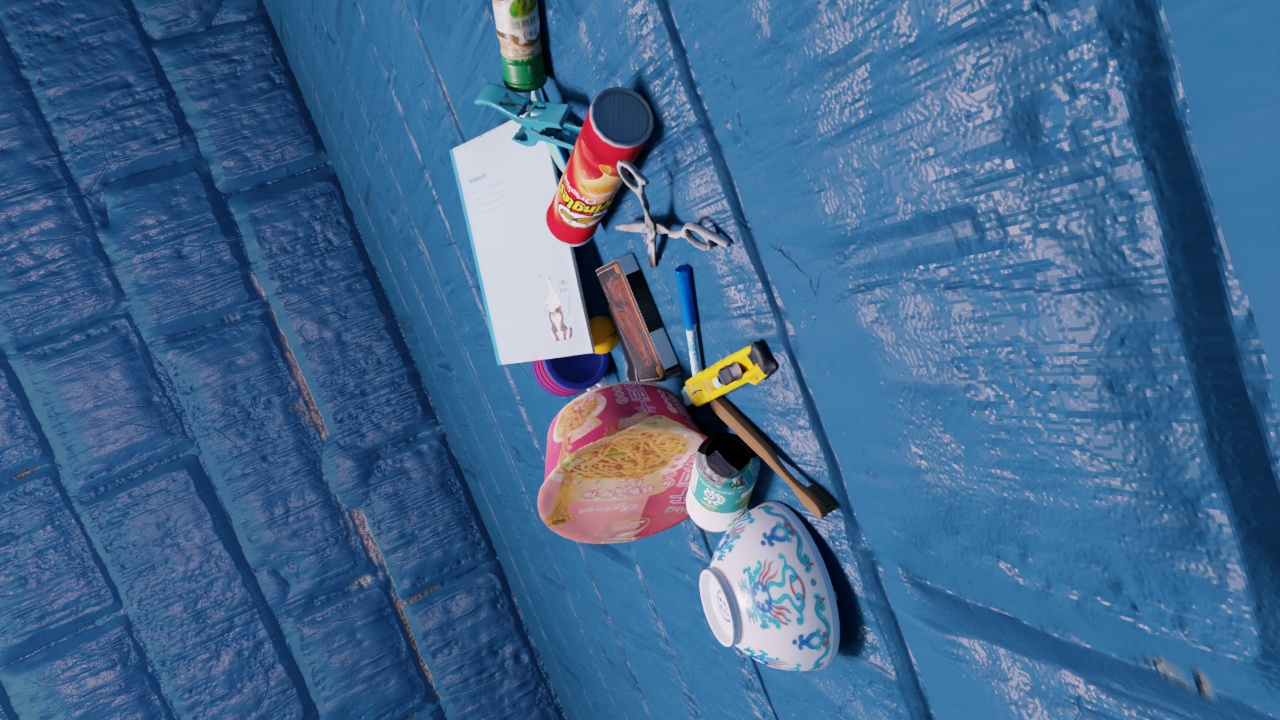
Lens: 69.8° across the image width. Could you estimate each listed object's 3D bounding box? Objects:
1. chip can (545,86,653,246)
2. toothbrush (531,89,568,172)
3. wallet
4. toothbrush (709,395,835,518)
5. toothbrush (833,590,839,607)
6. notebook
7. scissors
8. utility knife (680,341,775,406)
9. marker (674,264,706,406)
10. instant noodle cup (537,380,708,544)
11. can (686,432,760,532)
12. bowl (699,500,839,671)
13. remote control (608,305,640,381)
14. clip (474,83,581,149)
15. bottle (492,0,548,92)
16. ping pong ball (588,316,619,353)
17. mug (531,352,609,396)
[{"bbox_3d":[-0.040,-0.159,0.791,0.052,0.051,0.215,64,161,6],"label":"chip can"},{"bbox_3d":[-0.097,-0.244,0.897,0.022,0.017,0.135,-2,111,62],"label":"toothbrush"},{"bbox_3d":[-0.003,-0.038,0.883,0.072,0.019,0.123,-13,100,67],"label":"wallet"},{"bbox_3d":[0.102,0.073,0.741,0.167,0.016,0.016,47,152,49],"label":"toothbrush"},{"bbox_3d":[0.132,0.206,0.816,0.168,0.014,0.014,155,97,-72],"label":"toothbrush"},{"bbox_3d":[-0.132,-0.124,0.991,0.181,0.009,0.253,-7,97,49],"label":"notebook"},{"bbox_3d":[0.020,-0.102,0.737,0.162,0.014,0.142,35,163,34],"label":"scissors"},{"bbox_3d":[0.067,0.016,0.754,0.030,0.017,0.165,69,160,6],"label":"utility knife"},{"bbox_3d":[0.044,-0.018,0.790,0.013,0.013,0.142,43,151,50],"label":"marker"},{"bbox_3d":[-0.015,0.091,0.863,0.179,0.178,0.077,88,168,-48],"label":"instant noodle cup"},{"bbox_3d":[0.071,0.109,0.803,0.055,0.054,0.102,56,159,28],"label":"can"},{"bbox_3d":[0.096,0.197,0.770,0.144,0.074,0.144,167,90,-73],"label":"bowl"},{"bbox_3d":[-0.006,0.006,0.947,0.032,0.015,0.136,17,128,66],"label":"remote control"},{"bbox_3d":[-0.093,-0.216,0.868,0.130,0.031,0.121,28,167,21],"label":"clip"},{"bbox_3d":[-0.109,-0.300,0.826,0.043,0.043,0.111,50,154,40],"label":"bottle"},{"bbox_3d":[-0.042,-0.027,0.969,0.040,0.040,0.040,54,158,34],"label":"ping pong ball"},{"bbox_3d":[-0.068,0.013,1.058,0.112,0.074,0.076,41,163,-8],"label":"mug"}]
